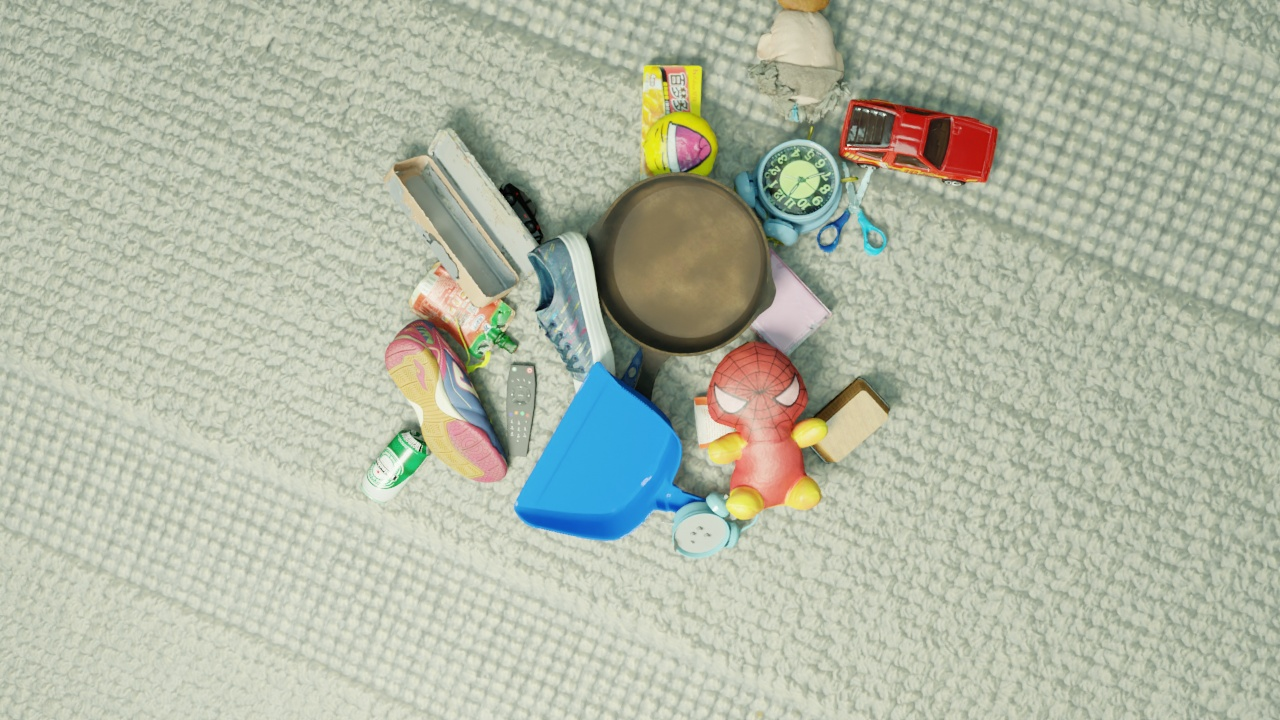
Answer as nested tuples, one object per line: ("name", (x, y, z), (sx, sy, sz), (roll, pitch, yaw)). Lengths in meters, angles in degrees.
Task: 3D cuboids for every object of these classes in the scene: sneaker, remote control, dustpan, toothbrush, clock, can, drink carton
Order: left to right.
("can", (-0.330, 0.142, 1.240), (0.053, 0.053, 0.101), (41, 96, 1))
("sneaker", (-0.239, 0.052, 1.216), (0.116, 0.090, 0.242), (-18, 114, 21))
("remote control", (-0.162, 0.068, 1.240), (0.039, 0.010, 0.125), (4, 95, 5))
("sneaker", (-0.094, -0.043, 1.170), (0.079, 0.087, 0.235), (-16, 101, -28))
("toothbrush", (-0.007, 0.007, 1.219), (0.021, 0.016, 0.132), (23, 96, 6))
("dustpan", (0.004, 0.154, 1.195), (0.257, 0.059, 0.246), (22, 113, -21))
("clock", (0.094, 0.213, 1.185), (0.123, 0.042, 0.087), (-19, 121, 2))
("drink carton", (0.135, 0.075, 1.207), (0.122, 0.039, 0.069), (-7, 95, -1))
("clock", (0.184, -0.210, 1.158), (0.162, 0.060, 0.118), (-42, 84, 1))

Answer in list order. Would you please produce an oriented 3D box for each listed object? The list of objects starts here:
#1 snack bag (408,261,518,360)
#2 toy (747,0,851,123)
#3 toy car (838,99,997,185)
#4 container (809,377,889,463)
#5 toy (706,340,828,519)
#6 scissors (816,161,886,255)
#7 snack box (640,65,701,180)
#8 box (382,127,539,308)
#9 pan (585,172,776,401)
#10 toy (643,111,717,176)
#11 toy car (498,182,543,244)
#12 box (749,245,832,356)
("snack bag", (-0.229, -0.059, 1.225), (0.155, 0.044, 0.087), (36, 102, -3))
("toy", (0.196, -0.385, 1.140), (0.132, 0.076, 0.176), (3, 96, -24))
("toy car", (0.347, -0.273, 1.146), (0.189, 0.056, 0.081), (12, 92, 1))
("container", (0.265, 0.081, 1.179), (0.114, 0.061, 0.063), (-43, 90, 7))
("toy", (0.151, 0.083, 1.142), (0.147, 0.099, 0.216), (-7, 87, -11))
("scissors", (0.264, -0.195, 1.181), (0.103, 0.015, 0.133), (-12, 92, 7))
("snack box", (0.039, -0.302, 1.185), (0.075, 0.025, 0.152), (2, 95, 4))
("box", (-0.233, -0.178, 1.187), (0.107, 0.095, 0.216), (-37, 91, -24))
("pan", (0.036, -0.061, 1.170), (0.249, 0.043, 0.357), (20, 109, 12))
("toy", (0.050, -0.265, 1.154), (0.094, 0.041, 0.095), (-2, 94, -1))
("toy car", (-0.154, -0.192, 1.205), (0.036, 0.042, 0.091), (-37, 93, -20))
("box", (0.137, -0.114, 1.183), (0.098, 0.046, 0.233), (-42, 90, 8))
